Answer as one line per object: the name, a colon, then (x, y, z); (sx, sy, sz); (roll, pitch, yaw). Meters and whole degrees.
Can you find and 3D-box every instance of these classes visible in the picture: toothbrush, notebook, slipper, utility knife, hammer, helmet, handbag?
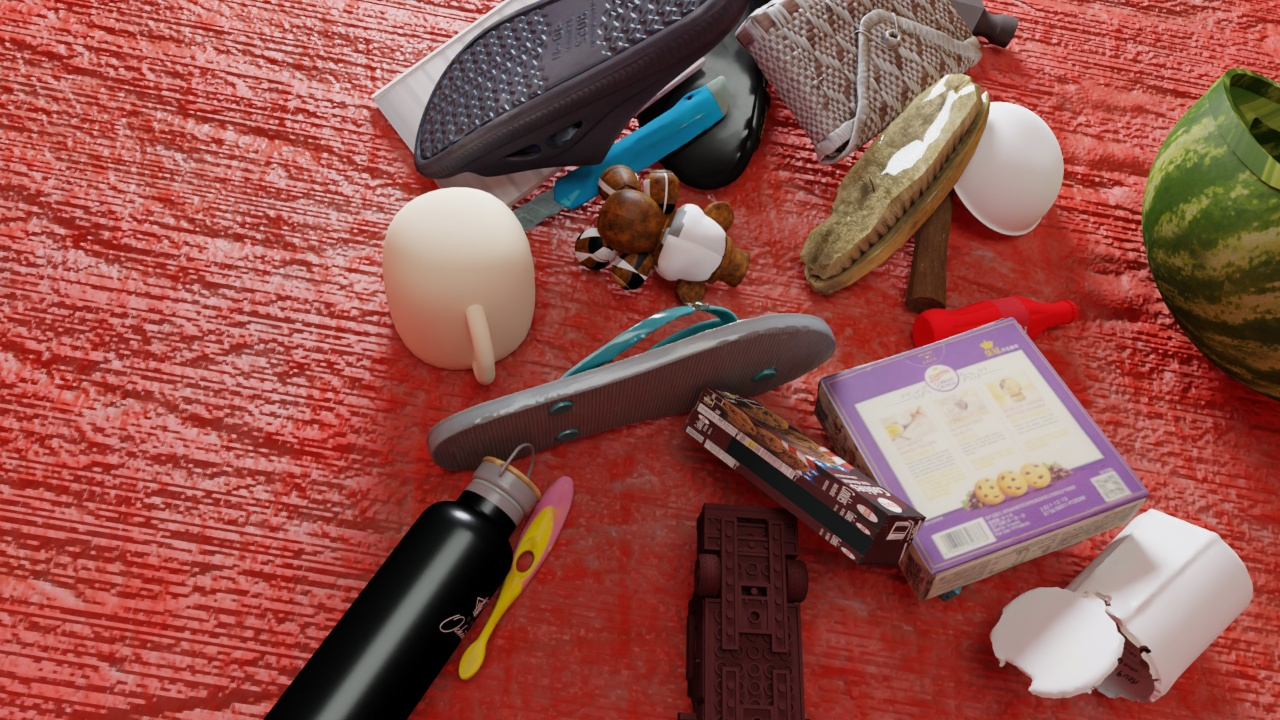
toothbrush: (-0.073, 0.128, 0.549); (0.021, 0.016, 0.135); (24, 61, 7)
notebook: (-0.078, -0.208, 0.682); (0.209, 0.009, 0.142); (-37, 73, -4)
slipper: (0.059, -0.257, 0.725); (0.113, 0.076, 0.267); (6, 78, 6)
slipper: (-0.003, 0.003, 0.572); (0.268, 0.098, 0.054); (-15, 68, -13)
utility knife: (-0.021, -0.142, 0.663); (0.205, 0.015, 0.031); (-31, 89, -5)
hammer: (0.237, -0.179, 0.730); (0.115, 0.033, 0.322); (14, 64, -2)
slipper: (-0.037, -0.192, 0.623); (0.269, 0.083, 0.110); (-20, 58, 26)
helmet: (0.467, -0.080, 0.595); (0.212, 0.248, 0.243); (-34, 113, -39)
handbag: (0.173, -0.241, 0.691); (0.185, 0.047, 0.124); (-37, 92, -24)

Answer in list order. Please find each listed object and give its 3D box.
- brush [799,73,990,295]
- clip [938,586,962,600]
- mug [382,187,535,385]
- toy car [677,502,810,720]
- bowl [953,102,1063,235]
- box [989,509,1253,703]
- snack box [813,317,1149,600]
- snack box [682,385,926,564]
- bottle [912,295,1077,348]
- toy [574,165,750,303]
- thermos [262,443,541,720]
brush: (0.184, -0.128, 0.663); (0.195, 0.043, 0.059); (-49, 51, -5)
clip: (0.219, 0.099, 0.593); (0.114, 0.028, 0.126); (31, 64, 6)
mug: (-0.112, -0.047, 0.581); (0.096, 0.100, 0.120); (-14, 66, -14)
toy car: (0.058, 0.171, 0.516); (0.070, 0.062, 0.169); (5, 63, -5)
bowl: (0.285, -0.154, 0.695); (0.109, 0.041, 0.109); (8, 71, -26)
box: (0.279, 0.155, 0.541); (0.165, 0.092, 0.083); (-35, 34, -19)
snack box: (0.206, 0.056, 0.574); (0.143, 0.041, 0.148); (-17, 54, -8)
snack box: (0.093, 0.066, 0.544); (0.141, 0.051, 0.032); (36, 104, 38)
bottle: (0.255, -0.026, 0.652); (0.119, 0.036, 0.036); (-9, 65, -12)
toy: (0.019, -0.084, 0.640); (0.112, 0.067, 0.087); (21, 91, -18)
thermos: (-0.125, 0.140, 0.509); (0.061, 0.061, 0.230); (31, 64, 8)
